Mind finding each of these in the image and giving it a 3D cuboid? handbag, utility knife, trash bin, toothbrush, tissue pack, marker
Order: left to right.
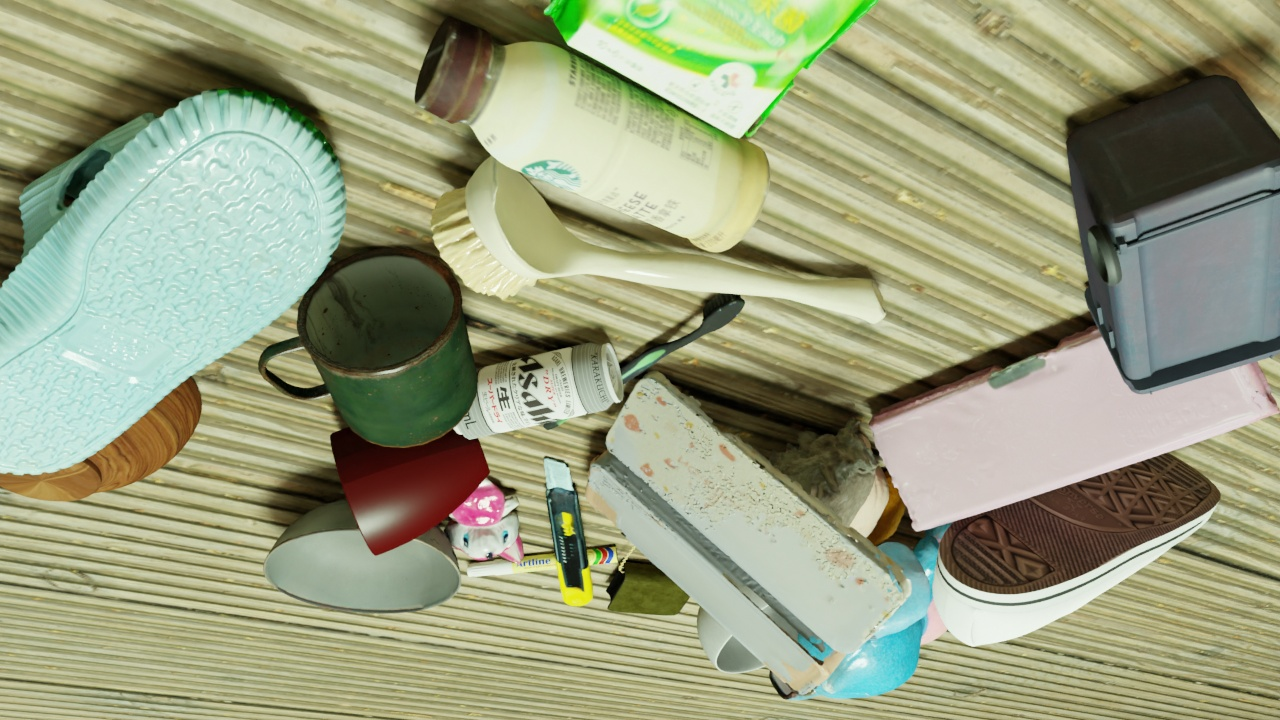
[{"bbox_3d":[-0.086,0.178,0.807,0.132,0.014,0.014,-7,143,2],"label":"marker"},{"bbox_3d":[-0.060,0.142,0.751,0.029,0.020,0.198,-6,134,-1],"label":"utility knife"},{"bbox_3d":[-0.004,0.003,0.595,0.014,0.017,0.189,30,134,-32],"label":"toothbrush"},{"bbox_3d":[0.030,0.169,0.808,0.084,0.027,0.178,10,135,-18],"label":"handbag"},{"bbox_3d":[0.029,-0.151,0.379,0.114,0.034,0.100,19,135,-31],"label":"tissue pack"},{"bbox_3d":[0.283,-0.055,0.481,0.094,0.092,0.161,-20,141,19],"label":"trash bin"}]

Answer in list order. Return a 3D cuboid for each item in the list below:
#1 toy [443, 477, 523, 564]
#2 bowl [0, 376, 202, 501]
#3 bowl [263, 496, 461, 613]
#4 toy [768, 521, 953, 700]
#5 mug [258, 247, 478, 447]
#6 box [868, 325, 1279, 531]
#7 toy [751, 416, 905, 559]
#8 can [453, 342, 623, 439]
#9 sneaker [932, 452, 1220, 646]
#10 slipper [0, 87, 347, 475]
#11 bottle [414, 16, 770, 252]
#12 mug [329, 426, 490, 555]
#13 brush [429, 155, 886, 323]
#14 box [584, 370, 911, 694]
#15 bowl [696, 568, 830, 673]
[{"bbox_3d":[-0.127,0.133,0.721,0.065,0.050,0.103,1,137,0],"label":"toy"},{"bbox_3d":[-0.354,0.044,0.558,0.147,0.068,0.147,-3,143,-2],"label":"bowl"},{"bbox_3d":[-0.210,0.143,0.712,0.151,0.056,0.151,-1,142,-1],"label":"bowl"},{"bbox_3d":[0.202,0.218,0.774,0.190,0.099,0.225,-23,149,-37],"label":"toy"},{"bbox_3d":[-0.148,0.000,0.506,0.111,0.085,0.081,-16,146,-11],"label":"mug"},{"bbox_3d":[0.289,0.031,0.641,0.233,0.099,0.114,-27,179,25],"label":"box"},{"bbox_3d":[0.145,0.105,0.694,0.175,0.076,0.133,20,108,-46],"label":"toy"},{"bbox_3d":[-0.067,0.019,0.579,0.107,0.044,0.044,-13,142,10],"label":"can"},{"bbox_3d":[0.320,0.144,0.682,0.245,0.091,0.097,-21,132,-22],"label":"sneaker"},{"bbox_3d":[-0.258,-0.038,0.464,0.277,0.069,0.116,-37,138,16],"label":"slipper"},{"bbox_3d":[-0.019,-0.101,0.417,0.162,0.056,0.057,19,137,-27],"label":"bottle"},{"bbox_3d":[-0.153,0.062,0.611,0.088,0.087,0.114,-20,112,-13],"label":"mug"},{"bbox_3d":[0.022,-0.051,0.497,0.272,0.062,0.078,9,157,-24],"label":"brush"},{"bbox_3d":[0.060,0.119,0.619,0.063,0.216,0.158,-32,157,-47],"label":"box"},{"bbox_3d":[0.109,0.216,0.825,0.131,0.064,0.132,-19,140,-17],"label":"bowl"}]
